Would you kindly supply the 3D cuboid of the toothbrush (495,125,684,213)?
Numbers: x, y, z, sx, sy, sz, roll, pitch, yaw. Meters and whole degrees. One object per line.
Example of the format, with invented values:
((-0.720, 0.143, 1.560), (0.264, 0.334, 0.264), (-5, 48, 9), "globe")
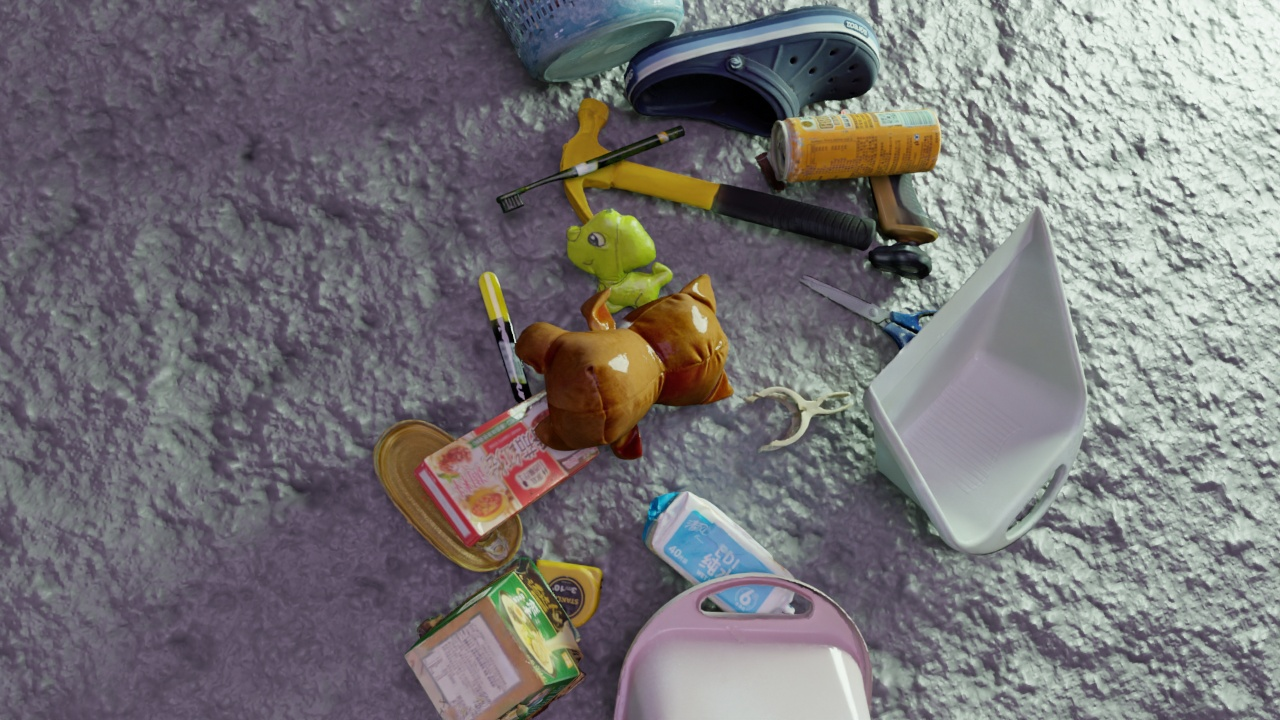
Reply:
((-0.043, -0.175, 0.834), (0.185, 0.012, 0.017), (-23, 87, -9), "toothbrush")

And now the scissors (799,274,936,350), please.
((0.235, -0.051, 0.883), (0.105, 0.012, 0.175), (-40, 85, -12), "scissors")

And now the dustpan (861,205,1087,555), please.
((0.309, 0.048, 0.782), (0.142, 0.258, 0.222), (39, 74, 25), "dustpan")

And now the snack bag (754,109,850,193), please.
((0.167, -0.203, 0.888), (0.104, 0.026, 0.048), (-29, 79, 7), "snack bag")

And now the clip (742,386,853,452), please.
((0.138, 0.039, 0.839), (0.101, 0.035, 0.096), (-40, 88, -18), "clip")

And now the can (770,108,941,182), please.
((0.197, -0.197, 0.843), (0.146, 0.058, 0.058), (-5, 79, -5), "can")

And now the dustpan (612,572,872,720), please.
((0.081, 0.310, 0.736), (0.222, 0.274, 0.138), (6, 37, -10), "dustpan")

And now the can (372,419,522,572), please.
((-0.161, 0.115, 0.772), (0.148, 0.049, 0.074), (45, 76, 2), "can")

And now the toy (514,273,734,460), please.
((-0.005, 0.005, 0.780), (0.199, 0.130, 0.140), (-23, 117, -30), "toy")

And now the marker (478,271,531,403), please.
((-0.121, -0.020, 0.825), (0.018, 0.015, 0.124), (-17, 84, -10), "marker")

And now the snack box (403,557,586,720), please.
((-0.116, 0.229, 0.711), (0.118, 0.105, 0.117), (-36, 78, -2), "snack box")

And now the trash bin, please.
((-0.063, -0.366, 0.816), (0.226, 0.227, 0.195), (-21, 95, -12), "trash bin")

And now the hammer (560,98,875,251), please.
((0.071, -0.152, 0.862), (0.301, 0.033, 0.128), (13, 78, -2), "hammer")

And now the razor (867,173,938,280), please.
((0.241, -0.158, 0.889), (0.068, 0.062, 0.167), (-17, 74, 20), "razor")

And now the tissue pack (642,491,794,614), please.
((0.065, 0.166, 0.773), (0.140, 0.090, 0.063), (40, 81, 1), "tissue pack")

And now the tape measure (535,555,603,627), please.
((-0.062, 0.199, 0.779), (0.060, 0.029, 0.057), (6, 81, 9), "tape measure")

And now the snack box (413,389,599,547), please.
((-0.106, 0.084, 0.758), (0.075, 0.026, 0.152), (52, 42, 6), "snack box")

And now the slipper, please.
((0.113, -0.260, 0.859), (0.252, 0.105, 0.095), (-8, 79, -10), "slipper")

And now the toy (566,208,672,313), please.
((-0.018, -0.090, 0.827), (0.096, 0.031, 0.100), (-2, 116, -7), "toy")
